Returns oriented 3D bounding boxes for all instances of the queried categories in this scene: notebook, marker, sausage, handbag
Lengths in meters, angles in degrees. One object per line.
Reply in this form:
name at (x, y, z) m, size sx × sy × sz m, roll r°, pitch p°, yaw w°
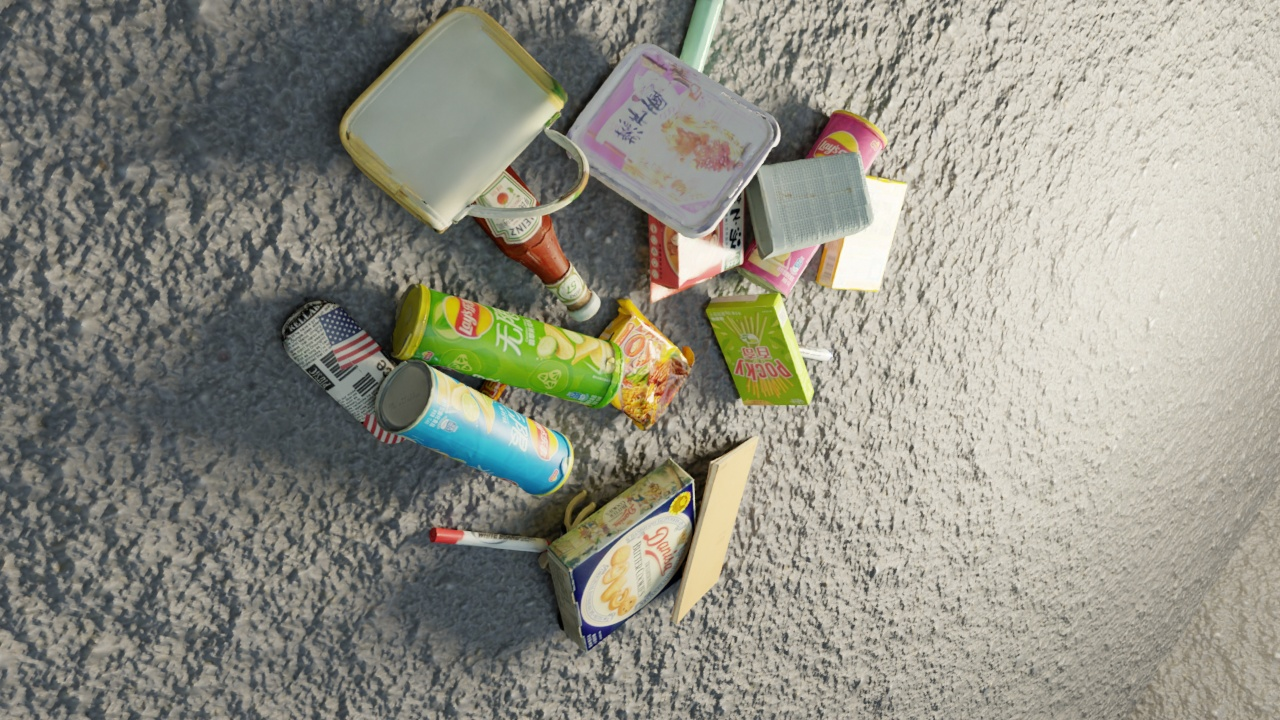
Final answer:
notebook at (0.094, 0.205, 1.138) m, size 0.149 × 0.012 × 0.212 m, roll -18°, pitch 125°, yaw -63°
marker at (0.186, -0.015, 1.142) m, size 0.145 × 0.017 × 0.017 m, roll 9°, pitch 105°, yaw -37°
sausage at (-0.151, 0.030, 0.929) m, size 0.021 × 0.021 × 0.165 m, roll 34°, pitch 89°, yaw -39°
marker at (-0.161, 0.196, 1.000) m, size 0.145 × 0.017 × 0.017 m, roll 15°, pitch 101°, yaw -38°
handbag at (-0.135, -0.180, 0.769) m, size 0.179 × 0.063 × 0.163 m, roll 43°, pitch 82°, yaw -2°

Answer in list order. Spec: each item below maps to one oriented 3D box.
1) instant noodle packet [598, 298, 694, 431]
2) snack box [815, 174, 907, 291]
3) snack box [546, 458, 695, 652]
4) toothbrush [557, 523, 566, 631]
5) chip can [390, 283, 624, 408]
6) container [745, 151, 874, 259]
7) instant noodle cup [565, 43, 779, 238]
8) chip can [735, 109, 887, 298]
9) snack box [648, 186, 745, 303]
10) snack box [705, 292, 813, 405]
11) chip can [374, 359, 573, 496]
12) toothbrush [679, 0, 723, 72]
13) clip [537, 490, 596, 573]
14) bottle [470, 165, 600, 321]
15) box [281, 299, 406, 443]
instant noodle packet at (-0.006, 0.006, 1.004) m, size 0.128 × 0.044 × 0.110 m, roll 38°, pitch 83°, yaw -39°
snack box at (0.272, -0.156, 1.128) m, size 0.086 × 0.034 × 0.140 m, roll -1°, pitch 112°, yaw -34°
snack box at (-0.015, 0.226, 1.057) m, size 0.182 × 0.046 × 0.178 m, roll -33°, pitch 141°, yaw -24°
toothbrush at (-0.086, 0.250, 1.053) m, size 0.016 × 0.014 × 0.189 m, roll -28°, pitch 138°, yaw -34°
chip can at (-0.121, -0.009, 0.876) m, size 0.221 × 0.072 × 0.072 m, roll 16°, pitch 101°, yaw -28°
container at (0.176, -0.163, 0.961) m, size 0.111 × 0.090 × 0.090 m, roll -11°, pitch 90°, yaw -1°
instant noodle cup at (0.031, -0.201, 0.873) m, size 0.138 × 0.173 × 0.060 m, roll -53°, pitch 163°, yaw -2°
chip can at (0.192, -0.176, 1.039) m, size 0.071 × 0.071 × 0.210 m, roll 32°, pitch 91°, yaw -39°
snack box at (0.061, -0.130, 0.971) m, size 0.113 × 0.044 × 0.127 m, roll -25°, pitch 124°, yaw -41°
snack box at (0.141, -0.009, 1.072) m, size 0.026 × 0.086 × 0.156 m, roll -62°, pitch 139°, yaw -40°
chip can at (-0.152, 0.070, 0.878) m, size 0.071 × 0.071 × 0.210 m, roll -56°, pitch 141°, yaw -1°
toothbrush at (0.039, -0.261, 0.926) m, size 0.027 × 0.026 × 0.225 m, roll 4°, pitch 109°, yaw -44°
clip at (-0.078, 0.190, 1.045) m, size 0.102 × 0.035 × 0.094 m, roll -25°, pitch 127°, yaw -14°
bottle at (-0.105, -0.114, 0.871) m, size 0.059 × 0.060 × 0.206 m, roll -46°, pitch 128°, yaw -9°
box at (-0.259, 0.011, 0.840) m, size 0.071 × 0.060 × 0.164 m, roll -56°, pitch 133°, yaw -27°
